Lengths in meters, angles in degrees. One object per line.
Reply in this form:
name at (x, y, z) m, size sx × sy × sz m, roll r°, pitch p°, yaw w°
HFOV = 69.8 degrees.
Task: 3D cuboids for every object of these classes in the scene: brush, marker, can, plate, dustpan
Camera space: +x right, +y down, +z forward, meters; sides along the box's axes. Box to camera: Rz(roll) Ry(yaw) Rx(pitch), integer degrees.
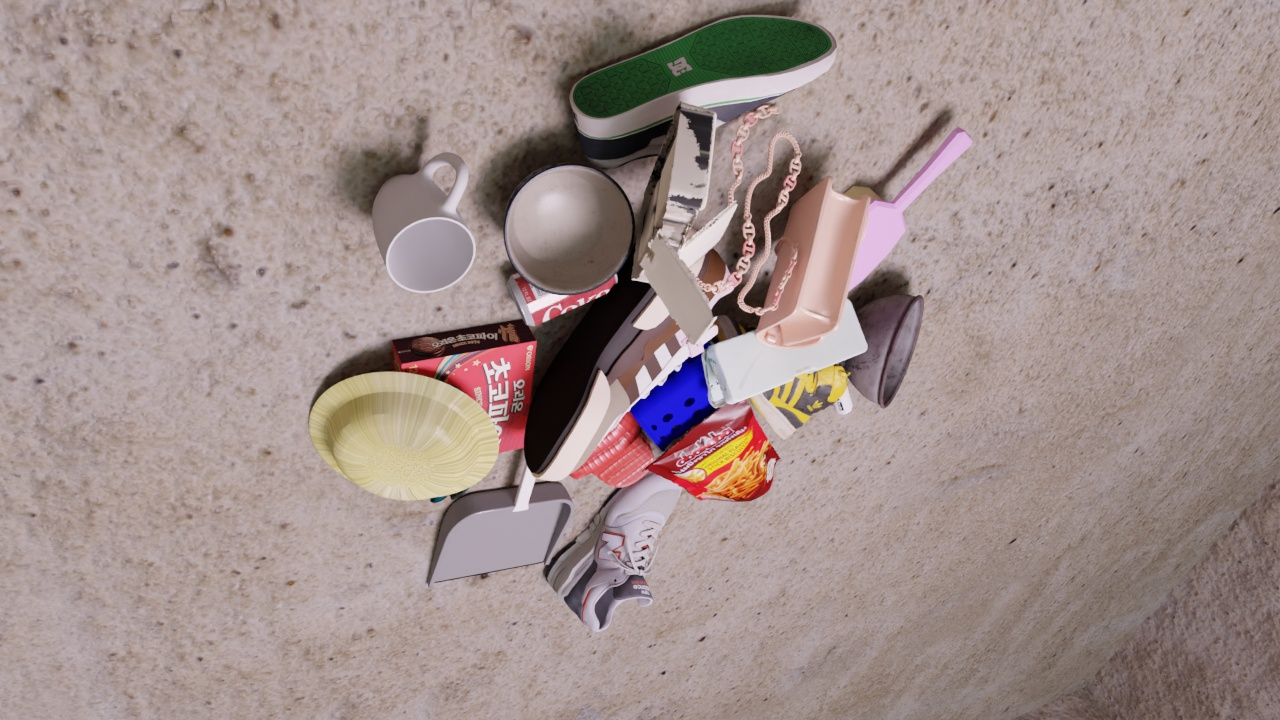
brush at (0.265, -0.168, 1.010) m, size 0.089 × 0.043 × 0.229 m, roll 24°, pitch 115°, yaw -45°
marker at (0.260, 0.030, 1.219) m, size 0.025 × 0.025 × 0.126 m, roll -32°, pitch 140°, yaw -1°
can at (-0.074, -0.074, 0.878) m, size 0.096 × 0.054 × 0.054 m, roll -25°, pitch 139°, yaw -9°
plate at (-0.233, 0.090, 0.897) m, size 0.184 × 0.036 × 0.185 m, roll 0°, pitch 133°, yaw 0°
dustpan at (-0.154, 0.185, 1.101) m, size 0.163 × 0.033 × 0.258 m, roll -4°, pitch 132°, yaw -29°

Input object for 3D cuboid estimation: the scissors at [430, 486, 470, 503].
scissors at (-0.197, 0.127, 0.988) m, size 0.135 × 0.019 × 0.130 m, roll -24°, pitch 163°, yaw 6°

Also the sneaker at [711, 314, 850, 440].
sneaker at (0.172, 0.000, 1.084) m, size 0.122 × 0.086 × 0.238 m, roll -34°, pitch 141°, yaw 5°

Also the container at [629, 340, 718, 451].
container at (0.041, 0.027, 1.030) m, size 0.113 × 0.084 × 0.085 m, roll -36°, pitch 139°, yaw 1°

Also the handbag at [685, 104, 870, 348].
handbag at (0.122, -0.125, 0.915) m, size 0.187 × 0.117 × 0.198 m, roll 21°, pitch 76°, yaw -16°

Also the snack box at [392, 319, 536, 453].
snack box at (-0.180, 0.038, 0.935) m, size 0.132 × 0.036 × 0.152 m, roll -11°, pitch 135°, yaw -24°

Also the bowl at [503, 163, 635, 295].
bowl at (-0.068, -0.122, 0.816) m, size 0.115 × 0.059 × 0.116 m, roll -6°, pitch 114°, yaw -15°

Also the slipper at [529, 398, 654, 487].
slipper at (-0.046, 0.095, 1.062) m, size 0.103 × 0.059 × 0.249 m, roll -34°, pitch 141°, yaw 1°

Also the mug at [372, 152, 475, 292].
mug at (-0.172, -0.123, 0.738) m, size 0.071 × 0.089 × 0.107 m, roll 14°, pitch 122°, yaw -41°

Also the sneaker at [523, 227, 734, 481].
sneaker at (-0.006, 0.005, 0.932) m, size 0.116 × 0.112 × 0.294 m, roll 28°, pitch 97°, yaw -30°

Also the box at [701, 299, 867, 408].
box at (0.157, -0.012, 0.994) m, size 0.198 × 0.072 × 0.086 m, roll -21°, pitch 121°, yaw -29°

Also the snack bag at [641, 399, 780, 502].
snack bag at (0.090, 0.113, 1.094) m, size 0.139 × 0.066 × 0.208 m, roll -31°, pitch 147°, yaw 7°

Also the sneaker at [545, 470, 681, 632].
sneaker at (-0.015, 0.256, 1.190) m, size 0.240 × 0.124 × 0.088 m, roll -47°, pitch 138°, yaw 16°

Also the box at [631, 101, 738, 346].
box at (0.039, -0.091, 0.737) m, size 0.081 × 0.181 × 0.144 m, roll 11°, pitch 158°, yaw -8°

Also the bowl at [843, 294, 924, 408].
bowl at (0.293, -0.020, 1.133) m, size 0.144 × 0.067 × 0.145 m, roll -45°, pitch 145°, yaw -44°

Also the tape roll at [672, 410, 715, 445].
tape roll at (0.089, 0.101, 1.175) m, size 0.093 × 0.030 × 0.094 m, roll -18°, pitch 138°, yaw -17°

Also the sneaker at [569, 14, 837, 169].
sneaker at (0.056, -0.228, 0.794) m, size 0.235 × 0.084 × 0.079 m, roll -20°, pitch 148°, yaw -7°
